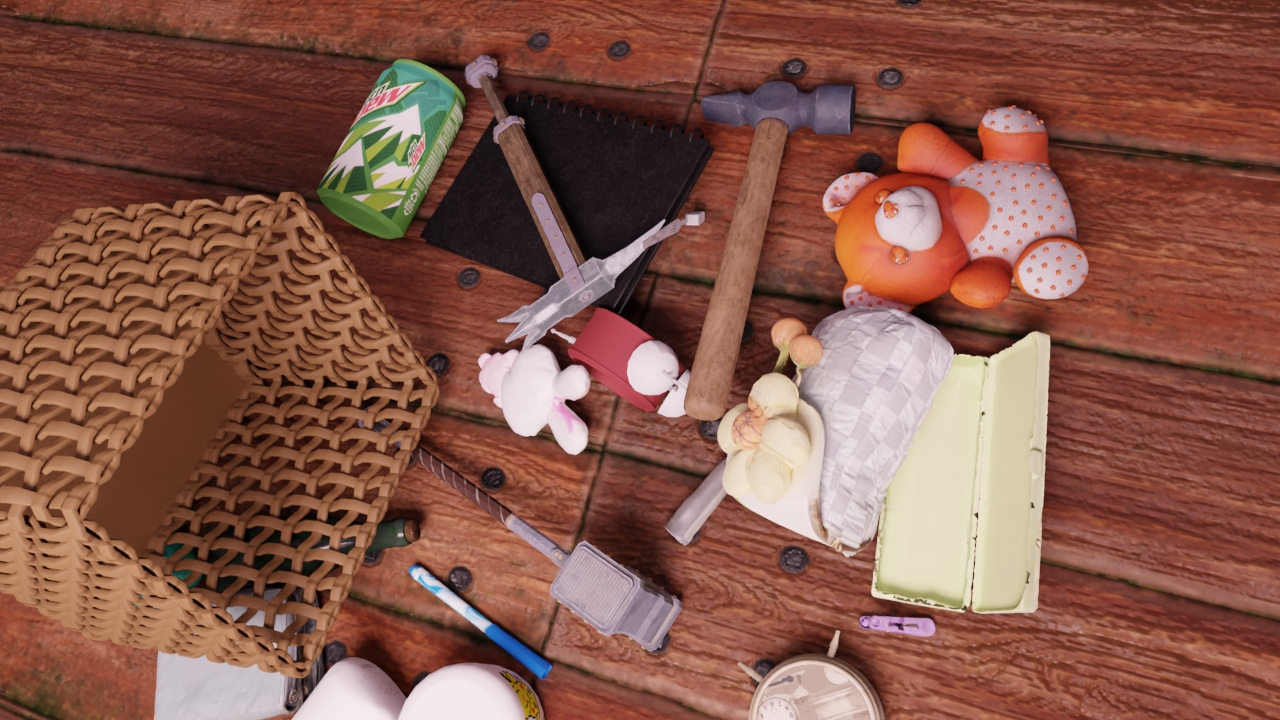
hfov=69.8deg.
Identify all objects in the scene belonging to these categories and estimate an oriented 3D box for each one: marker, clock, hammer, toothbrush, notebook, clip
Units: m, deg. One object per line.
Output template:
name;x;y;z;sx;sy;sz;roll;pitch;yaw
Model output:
marker;-0.126;0.199;0.710;0.142;0.013;0.013;31;81;21
clock;-0.004;0.004;0.706;0.124;0.087;0.044;30;81;32
hammer;-0.118;0.111;0.709;0.322;0.098;0.044;29;80;29
toothbrush;0.028;-0.100;0.699;0.010;0.181;0.010;2;106;14
notebook;-0.068;-0.146;0.786;0.232;0.019;0.169;22;78;33
clip;0.175;0.184;0.640;0.050;0.046;0.014;14;70;-27
toothbrush;0.087;0.064;0.700;0.024;0.022;0.185;44;83;-11
hammer;0.081;-0.096;0.712;0.129;0.040;0.320;5;59;19
hammer;-0.093;-0.165;0.775;0.147;0.028;0.316;-34;55;11
clock;0.121;0.259;0.605;0.093;0.054;0.140;-20;66;6

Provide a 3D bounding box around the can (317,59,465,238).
can;-0.222;-0.190;0.830;0.083;0.083;0.144;19;77;19

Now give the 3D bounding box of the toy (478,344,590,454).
toy;-0.085;0.025;0.739;0.126;0.037;0.076;18;105;39

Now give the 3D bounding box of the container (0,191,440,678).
container;-0.324;0.050;0.649;0.214;0.220;0.250;1;52;23

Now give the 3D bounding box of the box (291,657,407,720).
box;-0.232;0.302;0.665;0.091;0.081;0.159;38;85;14

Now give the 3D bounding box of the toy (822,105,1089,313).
toy;0.229;-0.103;0.684;0.172;0.093;0.163;-12;70;11

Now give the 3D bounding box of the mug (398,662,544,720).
mug;-0.115;0.273;0.650;0.094;0.068;0.115;-35;67;0

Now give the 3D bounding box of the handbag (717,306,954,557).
handbag;0.128;0.033;0.637;0.171;0.123;0.113;-60;27;-8

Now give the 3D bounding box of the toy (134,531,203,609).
toy;-0.449;0.130;0.787;0.130;0.072;0.193;-41;76;-3

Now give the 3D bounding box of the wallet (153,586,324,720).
wallet;-0.318;0.235;0.723;0.132;0.054;0.100;-11;67;12

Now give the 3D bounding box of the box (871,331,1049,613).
box;0.228;0.080;0.640;0.134;0.061;0.187;-14;61;51

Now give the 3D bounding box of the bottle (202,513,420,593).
bottle;-0.261;0.149;0.738;0.174;0.055;0.055;-10;69;9
